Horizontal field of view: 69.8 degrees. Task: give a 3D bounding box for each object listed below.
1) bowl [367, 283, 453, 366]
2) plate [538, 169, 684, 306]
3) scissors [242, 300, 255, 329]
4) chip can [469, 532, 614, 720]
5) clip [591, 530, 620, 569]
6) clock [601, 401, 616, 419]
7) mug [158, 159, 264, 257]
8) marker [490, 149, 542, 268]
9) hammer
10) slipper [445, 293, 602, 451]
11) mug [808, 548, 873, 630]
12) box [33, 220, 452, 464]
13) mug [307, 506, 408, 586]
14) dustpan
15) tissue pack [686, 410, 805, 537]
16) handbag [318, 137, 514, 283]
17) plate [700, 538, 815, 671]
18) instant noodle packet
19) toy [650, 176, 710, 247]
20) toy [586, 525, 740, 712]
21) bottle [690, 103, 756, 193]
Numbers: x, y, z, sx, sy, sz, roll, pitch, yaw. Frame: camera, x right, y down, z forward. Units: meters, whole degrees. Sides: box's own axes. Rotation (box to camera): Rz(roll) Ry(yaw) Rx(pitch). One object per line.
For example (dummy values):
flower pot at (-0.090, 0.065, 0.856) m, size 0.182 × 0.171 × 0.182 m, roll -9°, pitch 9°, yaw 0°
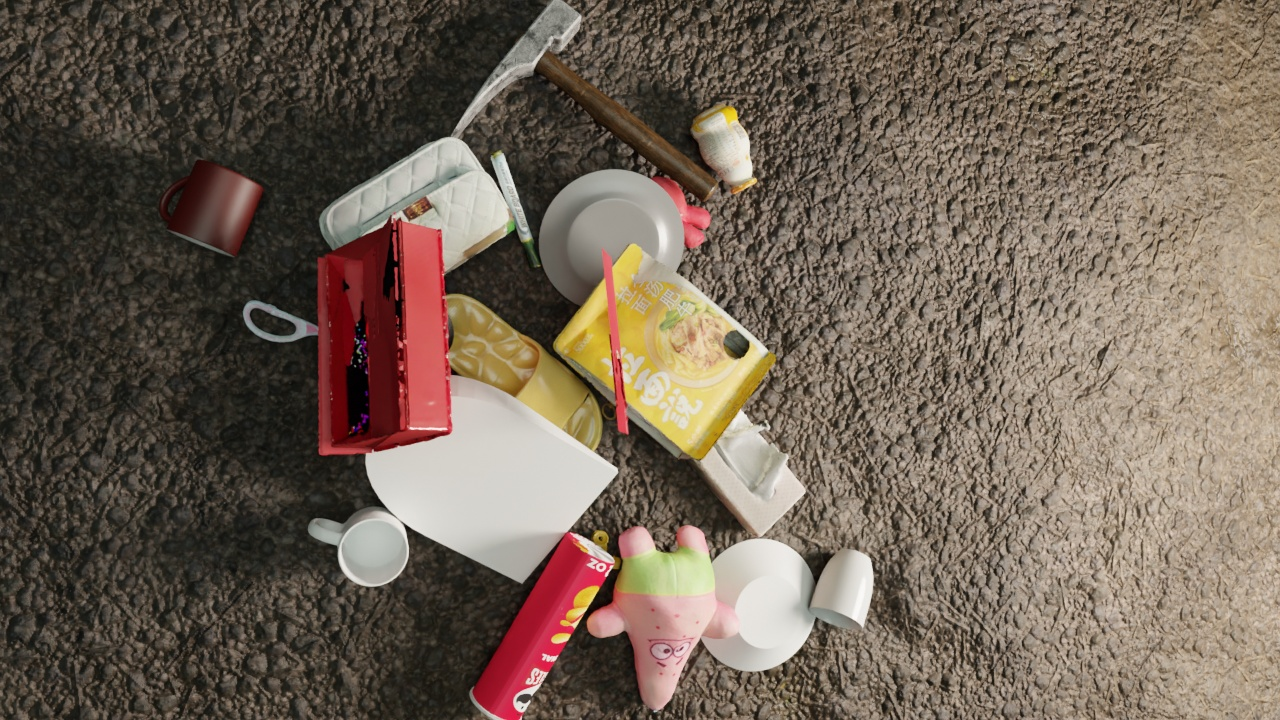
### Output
bowl at (-0.274, -0.023, 1.016) m, size 0.124 × 0.124 × 0.052 m, roll 25°, pitch 40°, yaw -14°
plate at (-0.033, -0.142, 1.114) m, size 0.178 × 0.012 × 0.179 m, roll -3°, pitch 113°, yaw -8°
scissors at (-0.370, -0.046, 1.055) m, size 0.175 × 0.013 × 0.170 m, roll -1°, pitch 92°, yaw -19°
chip can at (-0.115, 0.314, 1.080) m, size 0.069 × 0.069 × 0.220 m, roll 31°, pitch 90°, yaw -14°
clip at (-0.053, 0.239, 1.141) m, size 0.054 × 0.046 × 0.048 m, roll 9°, pitch 121°, yaw -15°
clock at (-0.007, 0.007, 1.134) m, size 0.104 × 0.056 × 0.147 m, roll 32°, pitch 84°, yaw -22°
mug at (-0.476, -0.170, 1.001) m, size 0.106 × 0.073 × 0.082 m, roll 19°, pitch 84°, yaw 14°
marker at (-0.149, -0.179, 1.097) m, size 0.017 × 0.017 × 0.146 m, roll -24°, pitch 112°, yaw -15°
hammer at (-0.053, -0.265, 1.109) m, size 0.300 × 0.037 × 0.217 m, roll 37°, pitch 80°, yaw -3°
slipper at (-0.145, 0.020, 1.086) m, size 0.263 × 0.078 × 0.099 m, roll 41°, pitch 79°, yaw -10°
mug at (0.279, 0.307, 1.217) m, size 0.107 × 0.071 × 0.089 m, roll 47°, pitch 58°, yaw -40°
box at (-0.366, -0.018, 0.875) m, size 0.374 × 0.148 × 0.212 m, roll -1°, pitch 79°, yaw -15°
mug at (-0.317, 0.201, 1.029) m, size 0.110 × 0.090 × 0.073 m, roll 21°, pitch 84°, yaw -15°
dustpan at (-0.188, 0.124, 1.063) m, size 0.257 × 0.053 × 0.192 m, roll 33°, pitch 107°, yaw -23°
tissue pack at (0.128, 0.128, 1.172) m, size 0.103 × 0.071 × 0.181 m, roll -41°, pitch 97°, yaw -11°
handbag at (-0.255, -0.159, 1.050) m, size 0.194 × 0.072 × 0.139 m, roll -38°, pitch 107°, yaw -16°
plate at (0.159, 0.322, 1.192) m, size 0.173 × 0.036 × 0.174 m, roll 0°, pitch 90°, yaw -16°
instant noodle packet at (0.025, -0.009, 1.080) m, size 0.221 × 0.084 × 0.162 m, roll 40°, pitch 77°, yaw -16°
toy at (0.023, -0.185, 1.150) m, size 0.135 × 0.045 × 0.091 m, roll 16°, pitch 79°, yaw -11°
toy at (0.026, 0.321, 1.128) m, size 0.192 × 0.097 × 0.237 m, roll 2°, pitch 100°, yaw -13°
bottle at (0.109, -0.267, 1.165) m, size 0.063 × 0.063 × 0.108 m, roll -28°, pitch 97°, yaw -14°
